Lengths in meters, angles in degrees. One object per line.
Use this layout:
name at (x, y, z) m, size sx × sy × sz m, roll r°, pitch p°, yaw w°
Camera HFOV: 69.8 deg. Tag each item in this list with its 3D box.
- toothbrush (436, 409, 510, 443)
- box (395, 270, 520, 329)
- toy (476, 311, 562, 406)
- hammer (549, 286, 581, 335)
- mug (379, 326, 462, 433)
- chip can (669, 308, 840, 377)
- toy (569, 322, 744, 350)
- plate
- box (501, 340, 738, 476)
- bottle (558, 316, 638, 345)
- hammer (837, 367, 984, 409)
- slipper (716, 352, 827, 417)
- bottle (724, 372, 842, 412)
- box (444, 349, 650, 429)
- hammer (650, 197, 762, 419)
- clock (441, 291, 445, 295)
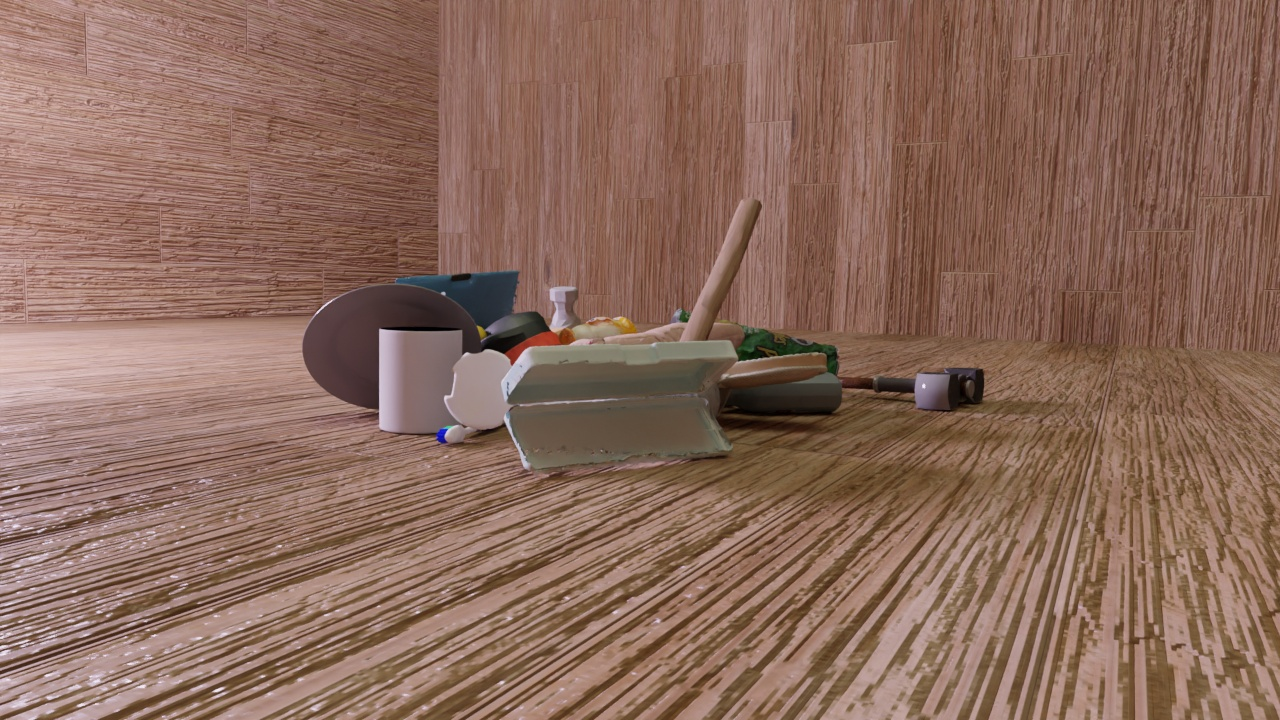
toothbrush at (-0.147, 0.061, 0.890) m, size 0.016 × 0.015 × 0.186 m, roll -2°, pitch 3°, yaw 16°
box at (-0.240, -0.027, 1.142) m, size 0.066 × 0.173 × 0.231 m, roll 41°, pitch 26°, yaw 18°
toy at (-0.128, 0.006, 1.020) m, size 0.099 × 0.119 × 0.098 m, roll -31°, pitch -12°, yaw -17°
hammer at (-0.150, -0.007, 1.213) m, size 0.039 × 0.131 × 0.327 m, roll 3°, pitch 15°, yaw 17°
mug at (-0.209, 0.016, 0.910) m, size 0.079 × 0.097 × 0.111 m, roll 3°, pitch 5°, yaw 17°
chip can at (0.142, -0.009, 1.191) m, size 0.223 × 0.075 × 0.075 m, roll 13°, pitch 4°, yaw -5°
toy at (-0.006, 0.006, 1.038) m, size 0.263 × 0.065 × 0.197 m, roll -12°, pitch -17°, yaw -32°
plate at (-0.255, -0.013, 0.950) m, size 0.178 × 0.179 × 0.012 m, roll 0°, pitch 44°, yaw -16°
box at (-0.009, 0.045, 0.746) m, size 0.198 × 0.096 × 0.086 m, roll -1°, pitch -25°, yaw -31°
bottle at (-0.056, -0.027, 1.228) m, size 0.108 × 0.063 × 0.063 m, roll -3°, pitch 7°, yaw -39°
hammer at (0.288, 0.030, 1.250) m, size 0.323 × 0.043 × 0.155 m, roll 2°, pitch 4°, yaw 38°
slipper at (0.068, 0.035, 0.973) m, size 0.263 × 0.052 × 0.115 m, roll -10°, pitch -8°, yaw 11°
bottle at (0.146, 0.036, 1.069) m, size 0.161 × 0.046 × 0.072 m, roll 0°, pitch 5°, yaw -13°
box at (-0.083, 0.030, 0.831) m, size 0.160 × 0.084 × 0.118 m, roll 2°, pitch 2°, yaw 30°
hammer at (0.070, -0.055, 0.946) m, size 0.098 × 0.327 × 0.052 m, roll 5°, pitch -39°, yaw 29°
clock at (-0.233, -0.007, 1.039) m, size 0.042 × 0.119 × 0.094 m, roll -1°, pitch 43°, yaw 6°
